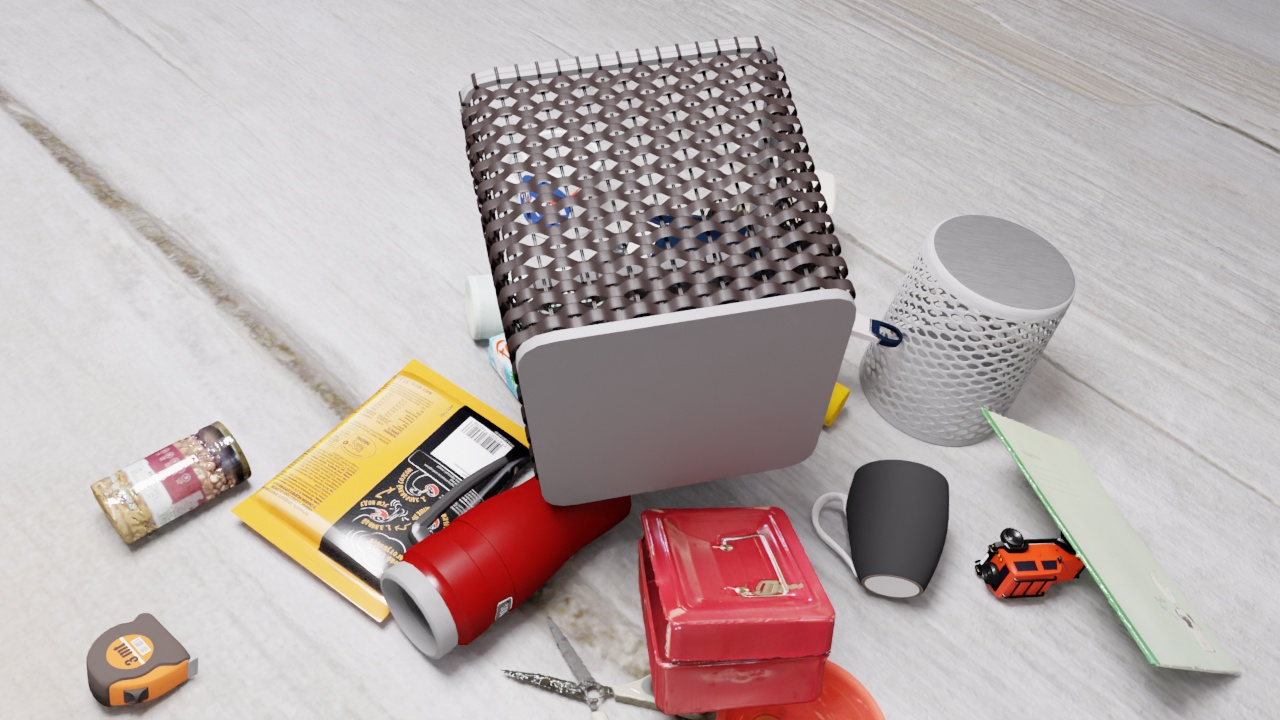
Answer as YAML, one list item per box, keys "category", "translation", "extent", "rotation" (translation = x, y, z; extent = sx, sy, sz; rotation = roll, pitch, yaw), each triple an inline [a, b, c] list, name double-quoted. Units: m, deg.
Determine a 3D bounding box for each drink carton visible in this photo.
- category: "drink carton"
  translation: [-0.101, 0.021, 0.883]
  extent: [0.044, 0.039, 0.129]
  rotation: [-23, 56, -29]

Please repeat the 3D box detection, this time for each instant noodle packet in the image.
- category: "instant noodle packet"
  translation: [-0.209, 0.099, 0.794]
  extent: [0.160, 0.032, 0.220]
  rotation: [31, 49, 15]

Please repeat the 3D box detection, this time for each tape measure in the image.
- category: "tape measure"
  translation: [-0.360, 0.218, 0.653]
  extent: [0.058, 0.038, 0.058]
  rotation: [34, 36, 19]

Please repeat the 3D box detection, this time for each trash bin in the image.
- category: "trash bin"
  translation: [0.322, -0.032, 0.913]
  extent: [0.156, 0.184, 0.156]
  rotation: [5, 47, -6]

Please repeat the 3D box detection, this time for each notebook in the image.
- category: "notebook"
  translation: [0.411, 0.157, 0.812]
  extent: [0.181, 0.010, 0.252]
  rotation: [18, 38, -38]

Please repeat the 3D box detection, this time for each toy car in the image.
- category: "toy car"
  translation: [0.349, 0.181, 0.811]
  extent: [0.100, 0.051, 0.048]
  rotation: [0, 44, -10]

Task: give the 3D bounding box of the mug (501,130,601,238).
- category: "mug"
  translation: [-0.107, -0.208, 1.062]
  extent: [0.121, 0.090, 0.090]
  rotation: [25, 48, 13]

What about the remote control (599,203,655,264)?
- category: "remote control"
  translation: [0.001, -0.133, 1.061]
  extent: [0.047, 0.022, 0.149]
  rotation: [24, 46, 12]

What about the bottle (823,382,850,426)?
- category: "bottle"
  translation: [0.140, 0.013, 0.934]
  extent: [0.144, 0.043, 0.043]
  rotation: [31, 49, 18]

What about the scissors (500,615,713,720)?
- category: "scissors"
  translation: [-0.021, 0.263, 0.691]
  extent: [0.171, 0.013, 0.157]
  rotation: [0, 46, -11]

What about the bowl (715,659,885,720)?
- category: "bowl"
  translation: [0.115, 0.284, 0.673]
  extent: [0.130, 0.045, 0.130]
  rotation: [5, 46, -6]

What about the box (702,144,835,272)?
- category: "box"
  translation: [0.153, -0.189, 1.011]
  extent: [0.143, 0.188, 0.104]
  rotation: [16, 61, -4]

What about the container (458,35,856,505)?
- category: "container"
  translation: [0.008, -0.060, 0.709]
  extent: [0.245, 0.248, 0.243]
  rotation: [-9, 55, -6]

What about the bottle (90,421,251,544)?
- category: "bottle"
  translation: [-0.380, 0.098, 0.747]
  extent: [0.105, 0.056, 0.056]
  rotation: [-33, 60, -33]

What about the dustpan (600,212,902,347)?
- category: "dustpan"
  translation: [0.113, -0.051, 0.891]
  extent: [0.273, 0.080, 0.235]
  rotation: [23, 46, -7]

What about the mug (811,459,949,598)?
- category: "mug"
  translation: [0.207, 0.150, 0.803]
  extent: [0.119, 0.085, 0.100]
  rotation: [-3, 54, 28]

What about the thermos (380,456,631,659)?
- category: "thermos"
  translation: [-0.110, 0.138, 0.737]
  extent: [0.198, 0.084, 0.108]
  rotation: [-32, 77, -36]

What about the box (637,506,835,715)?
- category: "box"
  translation: [0.065, 0.181, 0.695]
  extent: [0.129, 0.087, 0.157]
  rotation: [-4, 21, -3]

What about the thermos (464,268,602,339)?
- category: "thermos"
  translation: [-0.064, -0.064, 0.952]
  extent: [0.229, 0.068, 0.067]
  rotation: [-5, 49, -16]
